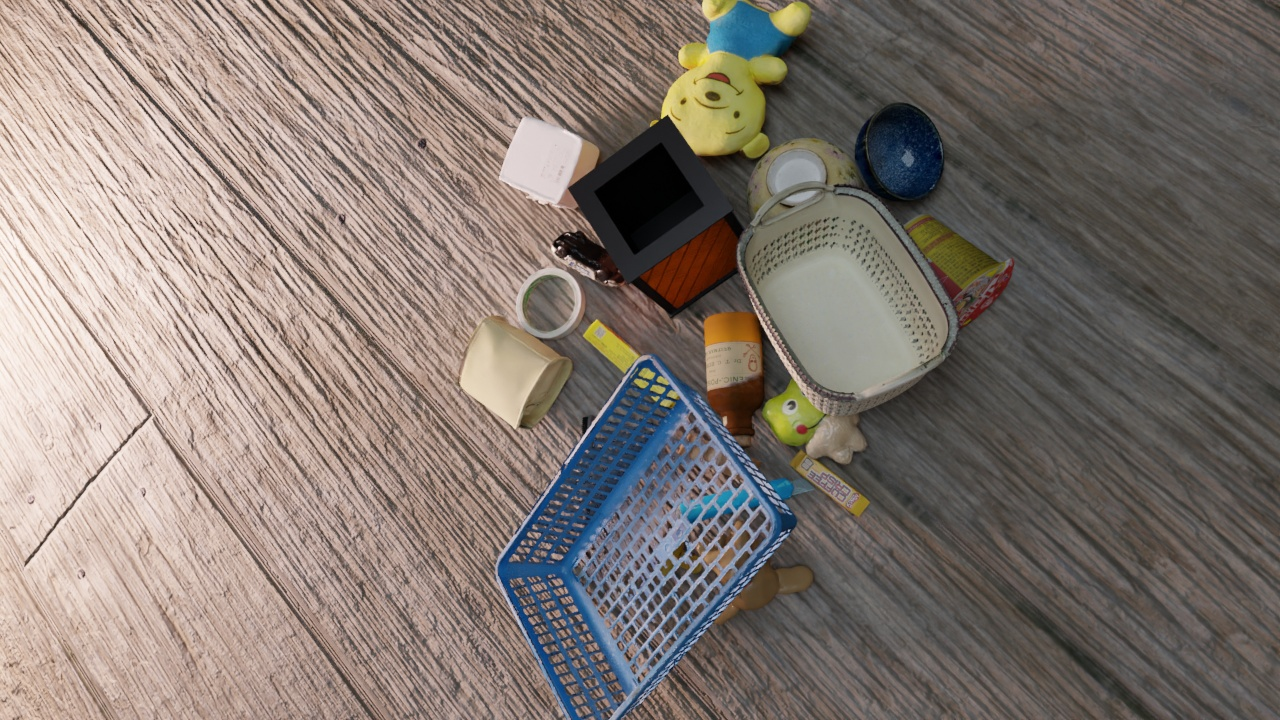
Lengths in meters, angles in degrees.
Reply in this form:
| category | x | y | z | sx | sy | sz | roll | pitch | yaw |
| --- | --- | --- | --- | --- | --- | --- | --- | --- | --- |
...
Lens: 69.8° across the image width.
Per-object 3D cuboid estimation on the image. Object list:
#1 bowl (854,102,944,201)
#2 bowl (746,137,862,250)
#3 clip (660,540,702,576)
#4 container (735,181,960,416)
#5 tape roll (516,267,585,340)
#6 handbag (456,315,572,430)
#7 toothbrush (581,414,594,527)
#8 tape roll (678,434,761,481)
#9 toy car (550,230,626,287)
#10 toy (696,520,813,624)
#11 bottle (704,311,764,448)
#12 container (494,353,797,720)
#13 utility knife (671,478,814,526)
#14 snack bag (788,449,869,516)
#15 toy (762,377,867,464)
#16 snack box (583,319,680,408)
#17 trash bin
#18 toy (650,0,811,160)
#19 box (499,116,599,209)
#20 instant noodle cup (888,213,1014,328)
| category | x | y | z | sx | sy | sz | roll | pitch | yaw |
| --- | --- | --- | --- | --- | --- | --- | --- | --- | --- |
| bowl | 0.291 | -0.236 | 1.071 | 0.114 | 0.061 | 0.114 | 3 | 83 | -25 |
| bowl | 0.193 | -0.210 | 1.105 | 0.145 | 0.063 | 0.145 | -3 | 79 | 17 |
| clip | 0.048 | 0.235 | 1.092 | 0.046 | 0.047 | 0.054 | 20 | 85 | 45 |
| container | 0.220 | -0.059 | 1.008 | 0.184 | 0.143 | 0.251 | -26 | 67 | -3 |
| tape roll | -0.118 | -0.074 | 1.208 | 0.094 | 0.018 | 0.093 | -3 | 80 | 18 |
| handbag | -0.166 | 0.016 | 1.178 | 0.119 | 0.081 | 0.111 | 32 | 98 | 19 |
| toothbrush | -0.066 | 0.152 | 1.152 | 0.013 | 0.012 | 0.167 | -5 | 78 | 26 |
| tape roll | 0.091 | 0.113 | 1.063 | 0.094 | 0.094 | 0.027 | 20 | 87 | 21 |
| toy car | -0.064 | -0.127 | 1.187 | 0.113 | 0.041 | 0.048 | 31 | 51 | 15 |
| toy | 0.113 | 0.235 | 1.032 | 0.134 | 0.108 | 0.105 | -26 | 51 | 12 |
| bottle | 0.112 | 0.025 | 1.086 | 0.068 | 0.068 | 0.156 | -5 | 78 | 17 |
| container | 0.002 | 0.206 | 1.003 | 0.363 | 0.089 | 0.257 | -55 | 51 | 24 |
| utility knife | 0.119 | 0.166 | 1.087 | 0.175 | 0.015 | 0.031 | -15 | 78 | 14 |
| snack bag | 0.217 | 0.141 | 1.056 | 0.099 | 0.020 | 0.026 | 38 | 94 | 21 |
| toy | 0.205 | 0.071 | 1.058 | 0.092 | 0.043 | 0.118 | -44 | 73 | -8 |
| snack box | -0.007 | 0.007 | 1.144 | 0.148 | 0.040 | 0.029 | 41 | 94 | 20 |
| trash bin | 0.034 | -0.163 | 1.091 | 0.140 | 0.171 | 0.139 | -34 | 71 | 9 |
| toy | 0.112 | -0.349 | 1.148 | 0.149 | 0.084 | 0.214 | 20 | 89 | 17 |
| box | -0.112 | -0.257 | 1.231 | 0.107 | 0.095 | 0.102 | 27 | 101 | 26 |
| instant noodle cup | 0.336 | -0.102 | 1.027 | 0.100 | 0.100 | 0.112 | -42 | 62 | 7 |
